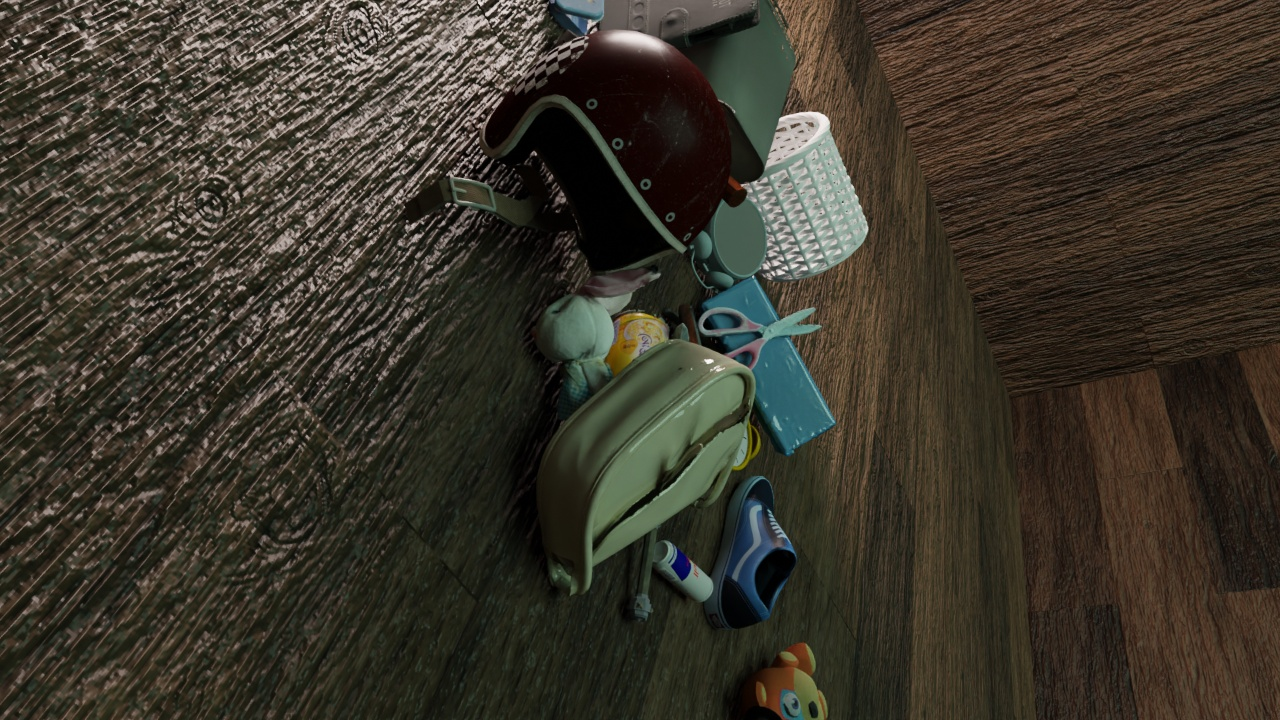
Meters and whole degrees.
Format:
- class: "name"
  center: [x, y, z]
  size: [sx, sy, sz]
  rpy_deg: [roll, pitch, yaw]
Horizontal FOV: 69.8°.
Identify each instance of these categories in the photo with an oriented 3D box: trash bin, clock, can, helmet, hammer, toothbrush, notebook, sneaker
- class: "trash bin"
  center: [0.087, -0.355, 1.213]
  size: [0.197, 0.198, 0.219]
  rpy_deg: [46, 46, -44]
- class: "clock"
  center: [0.106, 0.085, 1.163]
  size: [0.151, 0.052, 0.113]
  rpy_deg: [-14, 88, -58]
- class: "can"
  center: [-0.006, 0.006, 0.983]
  size: [0.067, 0.068, 0.104]
  rpy_deg: [47, 38, -40]
- class: "helmet"
  center: [-0.043, -0.193, 0.879]
  size: [0.233, 0.254, 0.233]
  rpy_deg: [47, 23, -41]
- class: "hammer"
  center: [0.021, 0.116, 0.973]
  size: [0.147, 0.028, 0.316]
  rpy_deg: [95, 3, -64]
- class: "clock"
  center: [0.119, -0.164, 1.282]
  size: [0.158, 0.045, 0.122]
  rpy_deg: [-51, 121, -33]
- class: "toothbrush"
  center: [0.075, -0.035, 1.205]
  size: [0.167, 0.013, 0.013]
  rpy_deg: [31, 43, -52]
- class: "hammer"
  center: [0.010, -0.273, 1.026]
  size: [0.300, 0.028, 0.111]
  rpy_deg: [47, 17, 22]
- class: "notebook"
  center: [0.045, -0.448, 1.150]
  size: [0.029, 0.209, 0.169]
  rpy_deg: [49, 36, -50]
- class: "can"
  center: [0.044, 0.229, 0.997]
  size: [0.095, 0.032, 0.032]
  rpy_deg: [48, 38, -39]
- class: "sneaker"
  center: [0.156, 0.230, 1.127]
  size: [0.083, 0.098, 0.240]
  rpy_deg: [61, 31, -23]

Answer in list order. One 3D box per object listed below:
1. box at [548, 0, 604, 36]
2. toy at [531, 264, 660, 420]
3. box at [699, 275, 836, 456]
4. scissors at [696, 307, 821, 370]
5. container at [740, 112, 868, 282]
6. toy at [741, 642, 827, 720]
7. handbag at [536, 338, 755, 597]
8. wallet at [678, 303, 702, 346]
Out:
- class: "box"
  center: [-0.073, -0.498, 1.119]
  size: [0.069, 0.064, 0.209]
  rpy_deg: [29, 51, -49]
- class: "toy"
  center: [-0.060, 0.001, 0.895]
  size: [0.105, 0.131, 0.205]
  rpy_deg: [15, 80, -10]
- class: "box"
  center: [0.162, 0.011, 1.259]
  size: [0.231, 0.094, 0.110]
  rpy_deg: [60, -14, 0]
- class: "scissors"
  center: [0.155, -0.050, 1.201]
  size: [0.108, 0.179, 0.016]
  rpy_deg: [62, -14, 3]
- class: "container"
  center: [0.227, -0.248, 1.397]
  size: [0.187, 0.190, 0.188]
  rpy_deg: [60, 32, -27]
- class: "toy"
  center: [0.167, 0.408, 1.080]
  size: [0.175, 0.096, 0.112]
  rpy_deg: [-15, 90, -50]
- class: "handbag"
  center: [0.022, 0.101, 0.832]
  size: [0.228, 0.132, 0.184]
  rpy_deg: [-24, 125, -38]
- class: "wallet"
  center: [0.065, -0.007, 1.110]
  size: [0.122, 0.019, 0.072]
  rpy_deg: [-99, 179, -50]
